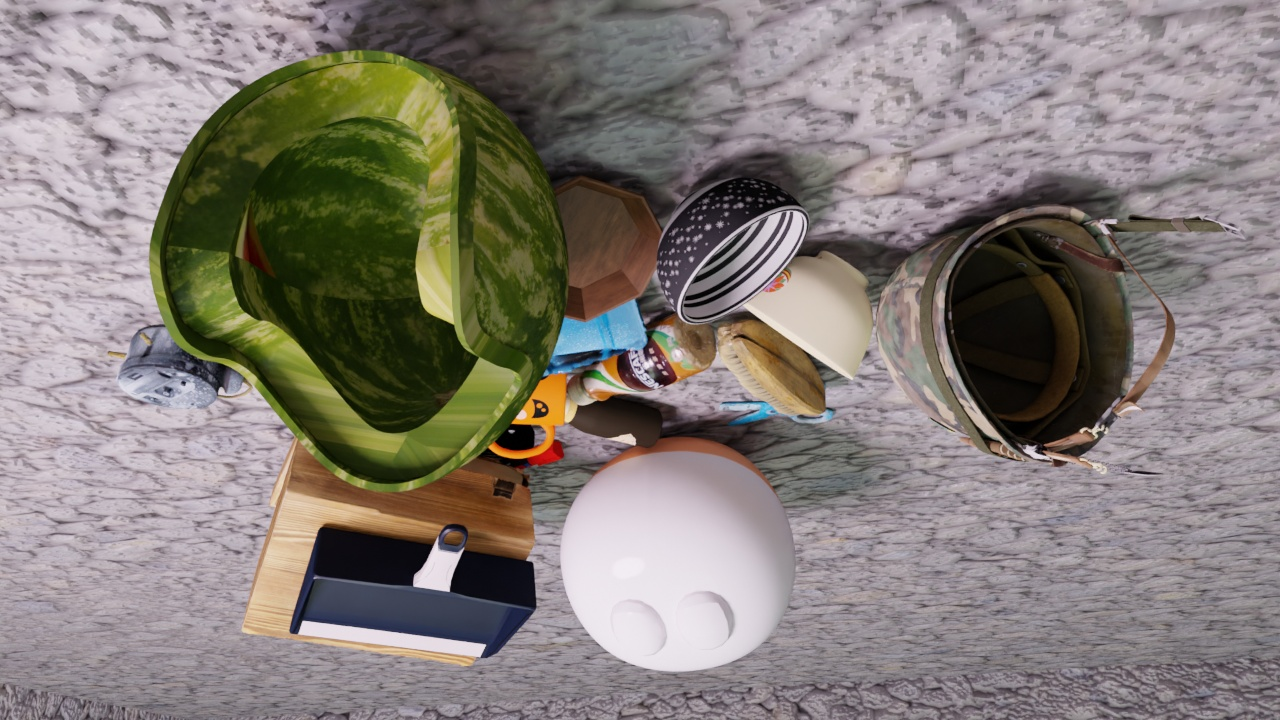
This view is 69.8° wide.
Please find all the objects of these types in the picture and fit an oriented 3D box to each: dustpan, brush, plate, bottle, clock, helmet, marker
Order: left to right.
[{"bbox_3d":[-0.442,0.014,0.894,0.090,0.052,0.129,-19,145,30],"label":"clock"},{"bbox_3d":[-0.152,-0.056,0.577,0.213,0.242,0.247,0,146,5],"label":"helmet"},{"bbox_3d":[-0.233,0.249,0.978,0.236,0.080,0.274,14,121,-20],"label":"dustpan"},{"bbox_3d":[-0.160,0.064,1.000,0.091,0.042,0.121,-2,151,2],"label":"clock"},{"bbox_3d":[-0.157,0.129,1.137,0.145,0.021,0.023,-20,108,31],"label":"marker"},{"bbox_3d":[-0.047,-0.089,0.709,0.131,0.025,0.131,-8,133,-8],"label":"plate"},{"bbox_3d":[-0.064,0.053,0.979,0.184,0.045,0.046,16,147,-28],"label":"bottle"},{"bbox_3d":[-0.005,0.005,0.882,0.059,0.059,0.168,25,144,-39],"label":"bottle"},{"bbox_3d":[0.132,0.011,0.896,0.043,0.059,0.195,-7,154,34],"label":"brush"},{"bbox_3d":[0.306,-0.017,0.702,0.224,0.192,0.236,24,172,-15],"label":"helmet"}]

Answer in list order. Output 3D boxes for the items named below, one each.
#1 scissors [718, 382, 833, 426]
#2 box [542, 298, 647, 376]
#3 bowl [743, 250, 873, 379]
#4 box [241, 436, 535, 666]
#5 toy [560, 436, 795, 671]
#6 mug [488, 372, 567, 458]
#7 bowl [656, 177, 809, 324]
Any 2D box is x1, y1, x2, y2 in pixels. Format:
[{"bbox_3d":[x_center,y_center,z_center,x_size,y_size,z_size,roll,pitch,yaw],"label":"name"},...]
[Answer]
[{"bbox_3d":[0.153,0.048,1.012,0.137,0.012,0.128,4,151,-5],"label":"scissors"},{"bbox_3d":[-0.118,-0.039,0.773,0.231,0.033,0.175,-17,140,0],"label":"box"},{"bbox_3d":[0.149,-0.048,0.763,0.118,0.118,0.074,31,96,-43],"label":"bowl"},{"bbox_3d":[-0.294,0.185,1.101,0.279,0.220,0.259,17,121,-20],"label":"box"},{"bbox_3d":[0.046,0.215,1.059,0.263,0.280,0.266,-10,114,13],"label":"toy"},{"bbox_3d":[-0.121,0.040,0.893,0.096,0.112,0.077,2,-172,-6],"label":"mug"},{"bbox_3d":[0.058,-0.092,0.687,0.120,0.066,0.120,-31,157,-15],"label":"bowl"}]
